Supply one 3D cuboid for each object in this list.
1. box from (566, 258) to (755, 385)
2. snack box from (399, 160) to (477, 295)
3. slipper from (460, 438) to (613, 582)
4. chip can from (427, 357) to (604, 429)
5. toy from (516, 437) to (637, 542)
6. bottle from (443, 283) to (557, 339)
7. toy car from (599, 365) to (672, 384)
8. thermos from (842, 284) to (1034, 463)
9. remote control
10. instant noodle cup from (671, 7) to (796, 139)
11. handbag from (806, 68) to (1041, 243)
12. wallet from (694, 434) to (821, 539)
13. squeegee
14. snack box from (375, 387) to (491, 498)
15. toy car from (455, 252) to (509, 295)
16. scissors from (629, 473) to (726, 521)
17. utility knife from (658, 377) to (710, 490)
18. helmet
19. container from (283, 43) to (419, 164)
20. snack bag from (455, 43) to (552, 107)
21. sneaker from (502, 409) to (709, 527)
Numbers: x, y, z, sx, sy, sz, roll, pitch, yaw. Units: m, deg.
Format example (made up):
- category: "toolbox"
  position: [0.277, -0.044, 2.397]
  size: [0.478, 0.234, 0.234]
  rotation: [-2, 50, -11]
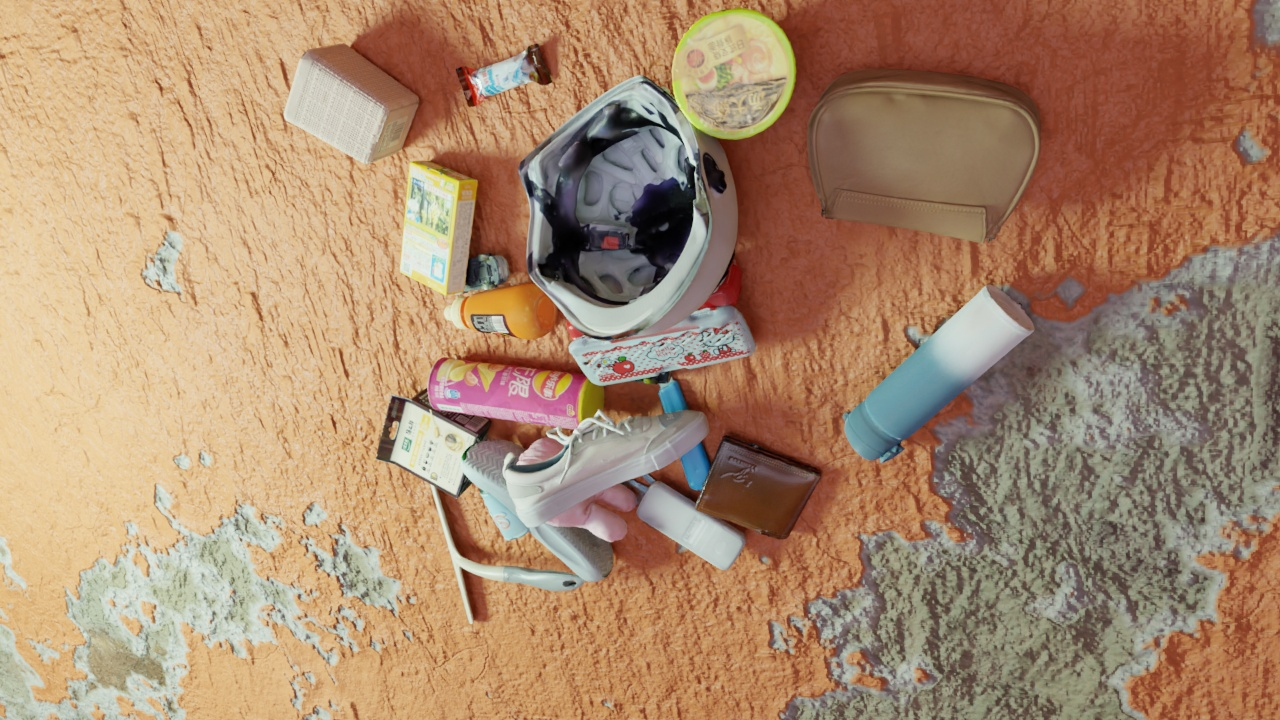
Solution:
- category: "box"
  position: [0.025, -0.034, 1.023]
  size: [0.202, 0.095, 0.102]
  rotation: [-12, 123, 21]
- category: "snack box"
  position: [-0.240, -0.157, 1.083]
  size: [0.087, 0.033, 0.141]
  rotation: [25, 118, 31]
- category: "slipper"
  position: [-0.135, 0.196, 1.173]
  size: [0.074, 0.103, 0.245]
  rotation: [-40, 101, 24]
- category: "chip can"
  position: [-0.154, 0.040, 1.130]
  size: [0.211, 0.071, 0.071]
  rotation: [7, 114, 19]
- category: "toy"
  position: [-0.082, 0.161, 1.129]
  size: [0.159, 0.121, 0.054]
  rotation: [32, 132, -6]
- category: "bottle"
  position: [-0.175, -0.058, 1.104]
  size: [0.150, 0.066, 0.067]
  rotation: [1, 112, 29]
- category: "toy car"
  position: [-0.006, 0.006, 1.075]
  size: [0.090, 0.035, 0.042]
  rotation: [5, 86, 18]
- category: "thermos"
  position: [0.301, 0.020, 0.949]
  size: [0.070, 0.070, 0.221]
  rotation: [40, 120, 1]
- category: "remote control"
  position: [0.062, 0.202, 1.125]
  size: [0.136, 0.020, 0.056]
  rotation: [31, 111, 8]
- category: "instant noodle cup"
  position: [0.097, -0.270, 0.866]
  size: [0.112, 0.123, 0.112]
  rotation: [5, 108, 15]
- category: "handbag"
  position: [0.260, -0.195, 0.858]
  size: [0.205, 0.099, 0.148]
  rotation: [12, 123, 16]
- category: "wallet"
  position: [0.137, 0.151, 1.081]
  size: [0.124, 0.032, 0.101]
  rotation: [20, 114, 1]
- category: "squeegee"
  position: [-0.182, 0.282, 1.232]
  size: [0.247, 0.039, 0.247]
  rotation: [4, 114, 34]
- category: "snack box"
  position: [-0.274, 0.106, 1.215]
  size: [0.126, 0.053, 0.113]
  rotation: [28, 119, 9]
- category: "toy car"
  position: [-0.196, -0.105, 1.104]
  size: [0.091, 0.034, 0.043]
  rotation: [-7, 101, 38]
- category: "scissors"
  position: [0.048, 0.173, 1.143]
  size: [0.137, 0.017, 0.084]
  rotation: [45, 121, 2]
- category: "utility knife"
  position: [0.053, 0.086, 1.100]
  size: [0.034, 0.018, 0.159]
  rotation: [-16, 104, 14]
- category: "helmet"
  position: [0.006, -0.139, 0.929]
  size: [0.230, 0.145, 0.258]
  rotation: [-31, 68, 31]
- category: "container"
  position: [-0.325, -0.289, 1.046]
  size: [0.111, 0.089, 0.090]
  rotation: [33, 120, 2]
- category: "snack bag"
  position: [-0.150, -0.311, 1.003]
  size: [0.104, 0.026, 0.048]
  rotation: [-6, 121, 24]
- category: "sneaker"
  position: [-0.043, 0.097, 1.048]
  size: [0.242, 0.089, 0.091]
  rotation: [-25, 100, -3]
